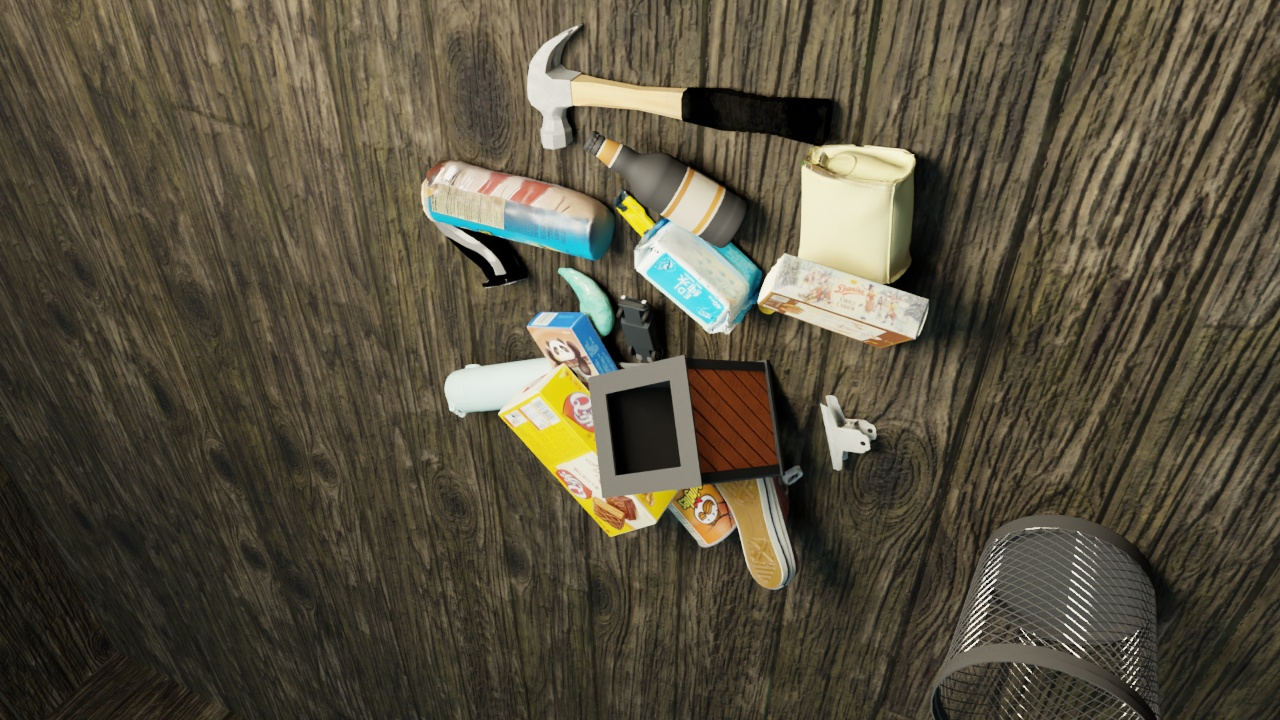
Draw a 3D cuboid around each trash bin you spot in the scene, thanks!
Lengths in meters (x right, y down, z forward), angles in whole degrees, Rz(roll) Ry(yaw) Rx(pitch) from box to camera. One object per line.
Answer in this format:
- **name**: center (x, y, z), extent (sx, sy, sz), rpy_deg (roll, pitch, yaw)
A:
- **trash bin**: center (0.456, 0.317, 1.012), extent (0.218, 0.226, 0.218), rpy_deg (17, 132, 20)
- **trash bin**: center (0.055, 0.078, 1.073), extent (0.140, 0.171, 0.139), rpy_deg (-13, 80, 38)

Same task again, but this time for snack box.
- **snack box**: center (-0.069, 0.121, 1.194), extent (0.230, 0.061, 0.110), rpy_deg (49, 140, -11)
- **snack box**: center (0.198, -0.057, 0.927), extent (0.147, 0.041, 0.143), rpy_deg (19, 178, 3)
- **snack box**: center (-0.076, 0.004, 1.195), extent (0.087, 0.034, 0.151), rpy_deg (5, 135, 44)

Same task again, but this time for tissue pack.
- **tissue pack**: center (0.065, -0.098, 1.017), extent (0.144, 0.092, 0.062), rpy_deg (41, 138, -3)

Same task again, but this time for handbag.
- **handbag**: center (0.211, -0.148, 0.902), extent (0.111, 0.081, 0.119), rpy_deg (16, 133, 30)

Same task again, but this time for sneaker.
- **sneaker**: center (0.158, 0.169, 1.182), extent (0.118, 0.087, 0.241), rpy_deg (-15, 94, 52)

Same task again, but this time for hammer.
- **hammer**: center (0.032, -0.266, 0.945), extent (0.328, 0.039, 0.131), rpy_deg (14, 129, 21)

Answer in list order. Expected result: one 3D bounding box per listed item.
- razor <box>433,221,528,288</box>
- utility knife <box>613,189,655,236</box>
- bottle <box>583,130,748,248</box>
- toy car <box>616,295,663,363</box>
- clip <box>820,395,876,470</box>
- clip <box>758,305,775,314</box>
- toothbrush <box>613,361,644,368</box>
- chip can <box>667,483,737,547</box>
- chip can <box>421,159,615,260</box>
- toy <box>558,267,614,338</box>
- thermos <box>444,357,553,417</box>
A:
- **razor**: center (-0.213, -0.152, 1.177), extent (0.060, 0.057, 0.156), rpy_deg (-41, 90, 16)
- **utility knife**: center (0.034, -0.128, 1.071), extent (0.179, 0.017, 0.031), rpy_deg (44, 144, -11)
- **bottle**: center (0.024, -0.187, 0.967), extent (0.181, 0.059, 0.059), rpy_deg (28, 136, -11)
- **toy car**: center (0.002, -0.038, 1.143), extent (0.046, 0.034, 0.112), rpy_deg (15, 144, 26)
- **clip**: center (0.255, 0.085, 1.107), extent (0.058, 0.049, 0.102), rpy_deg (-2, 124, 24)
- **clip**: center (0.158, -0.071, 1.030), extent (0.049, 0.044, 0.054), rpy_deg (-1, 127, 55)
- **toothbrush**: center (-0.007, 0.007, 1.176), extent (0.168, 0.013, 0.013), rpy_deg (0, 150, 47)
- **chip can**: center (0.043, 0.150, 1.242), extent (0.075, 0.075, 0.215), rpy_deg (-28, 107, 43)
- **chip can**: center (-0.146, -0.181, 1.094), extent (0.230, 0.079, 0.080), rpy_deg (16, 131, 19)
- **toy**: center (-0.069, -0.068, 1.170), extent (0.085, 0.033, 0.105), rpy_deg (26, 138, 24)
- **thermos**: center (-0.188, 0.035, 1.296), extent (0.207, 0.077, 0.065), rpy_deg (-7, 151, 34)
